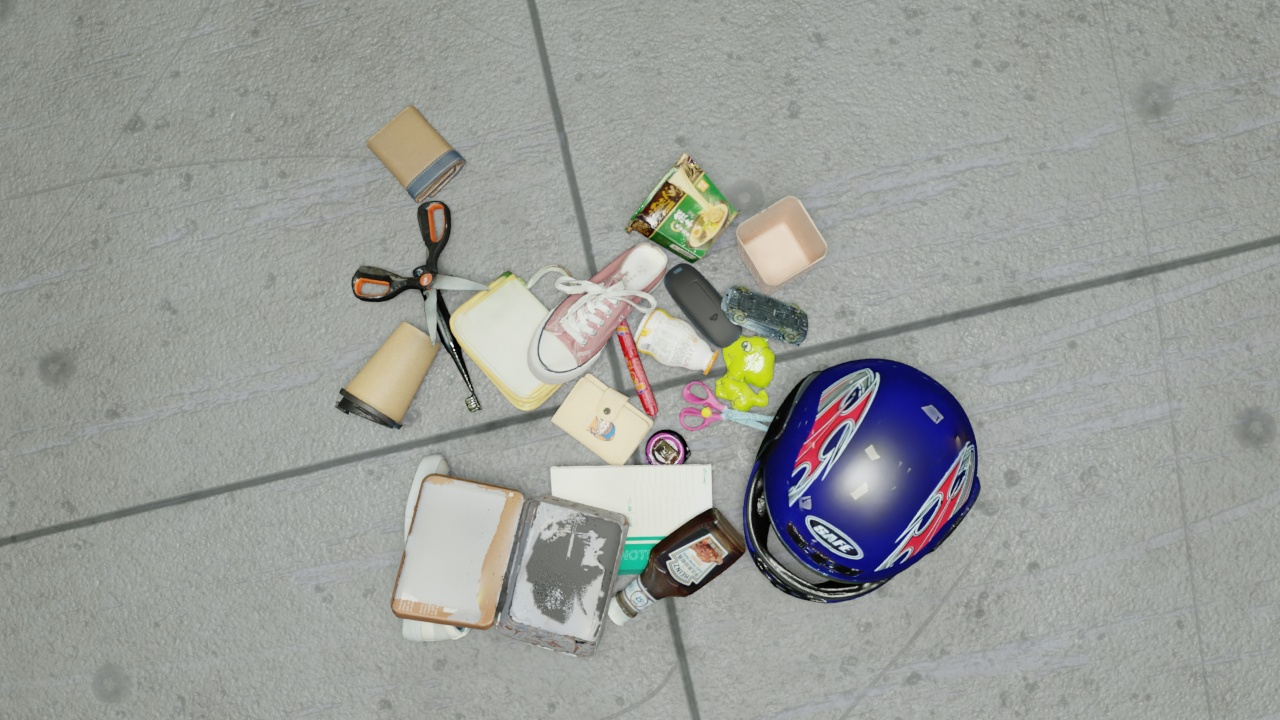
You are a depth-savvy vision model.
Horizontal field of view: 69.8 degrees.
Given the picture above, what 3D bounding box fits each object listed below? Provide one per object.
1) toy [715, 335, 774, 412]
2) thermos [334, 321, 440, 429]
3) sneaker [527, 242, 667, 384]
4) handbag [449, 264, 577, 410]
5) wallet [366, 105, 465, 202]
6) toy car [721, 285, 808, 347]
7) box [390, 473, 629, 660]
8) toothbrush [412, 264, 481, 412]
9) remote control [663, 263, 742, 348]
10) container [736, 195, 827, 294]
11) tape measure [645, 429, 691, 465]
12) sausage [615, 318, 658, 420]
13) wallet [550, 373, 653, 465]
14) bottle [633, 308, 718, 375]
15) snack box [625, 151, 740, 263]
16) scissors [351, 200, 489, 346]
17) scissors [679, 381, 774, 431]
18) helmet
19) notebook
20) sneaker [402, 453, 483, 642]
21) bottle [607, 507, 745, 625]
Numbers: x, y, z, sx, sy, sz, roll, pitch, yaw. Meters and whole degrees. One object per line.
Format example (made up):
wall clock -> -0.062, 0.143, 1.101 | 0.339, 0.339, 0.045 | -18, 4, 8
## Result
toy -> 0.140, 0.015, 1.209 | 0.096, 0.031, 0.100 | 42, 94, 8
thermos -> -0.331, 0.023, 1.219 | 0.093, 0.093, 0.143 | 30, 80, 6
sneaker -> -0.052, -0.071, 1.175 | 0.118, 0.088, 0.240 | 43, 73, 7
handbag -> -0.143, -0.042, 1.229 | 0.178, 0.063, 0.163 | -42, 83, -15
wallet -> -0.311, -0.286, 1.270 | 0.090, 0.033, 0.115 | -43, 82, -3
toy car -> 0.162, -0.057, 1.197 | 0.120, 0.037, 0.054 | 21, 51, -7
box -> -0.159, 0.249, 1.133 | 0.259, 0.110, 0.179 | 13, 89, 4
toothbrush -> -0.260, -0.029, 1.246 | 0.027, 0.026, 0.212 | -21, 84, -10
remote control -> 0.081, -0.076, 1.213 | 0.053, 0.024, 0.136 | -38, 72, -1
container -> 0.178, -0.142, 1.179 | 0.090, 0.111, 0.090 | -31, 83, 1
tape measure -> 0.034, 0.119, 1.203 | 0.058, 0.039, 0.057 | 41, 89, 7
sausage -> -0.007, 0.007, 1.227 | 0.020, 0.020, 0.156 | -20, 83, 2
wallet -> -0.049, 0.079, 1.219 | 0.115, 0.024, 0.087 | 36, 93, 8
bottle -> 0.048, -0.021, 1.202 | 0.108, 0.063, 0.063 | 28, 87, 7
snack box -> 0.057, -0.188, 1.199 | 0.105, 0.118, 0.117 | 39, 88, -4
scissors -> -0.295, -0.118, 1.223 | 0.221, 0.021, 0.234 | -9, 64, 20
scissors -> 0.115, 0.061, 1.196 | 0.137, 0.017, 0.073 | 4, 96, 22
helmet -> 0.252, 0.148, 1.086 | 0.247, 0.240, 0.315 | 34, 89, 8
notebook -> -0.010, 0.208, 1.195 | 0.209, 0.012, 0.150 | -2, 101, 4
sneaker -> -0.252, 0.244, 1.190 | 0.091, 0.089, 0.242 | 2, 86, 3
bottle -> 0.039, 0.271, 1.176 | 0.195, 0.044, 0.080 | -38, 105, 10
